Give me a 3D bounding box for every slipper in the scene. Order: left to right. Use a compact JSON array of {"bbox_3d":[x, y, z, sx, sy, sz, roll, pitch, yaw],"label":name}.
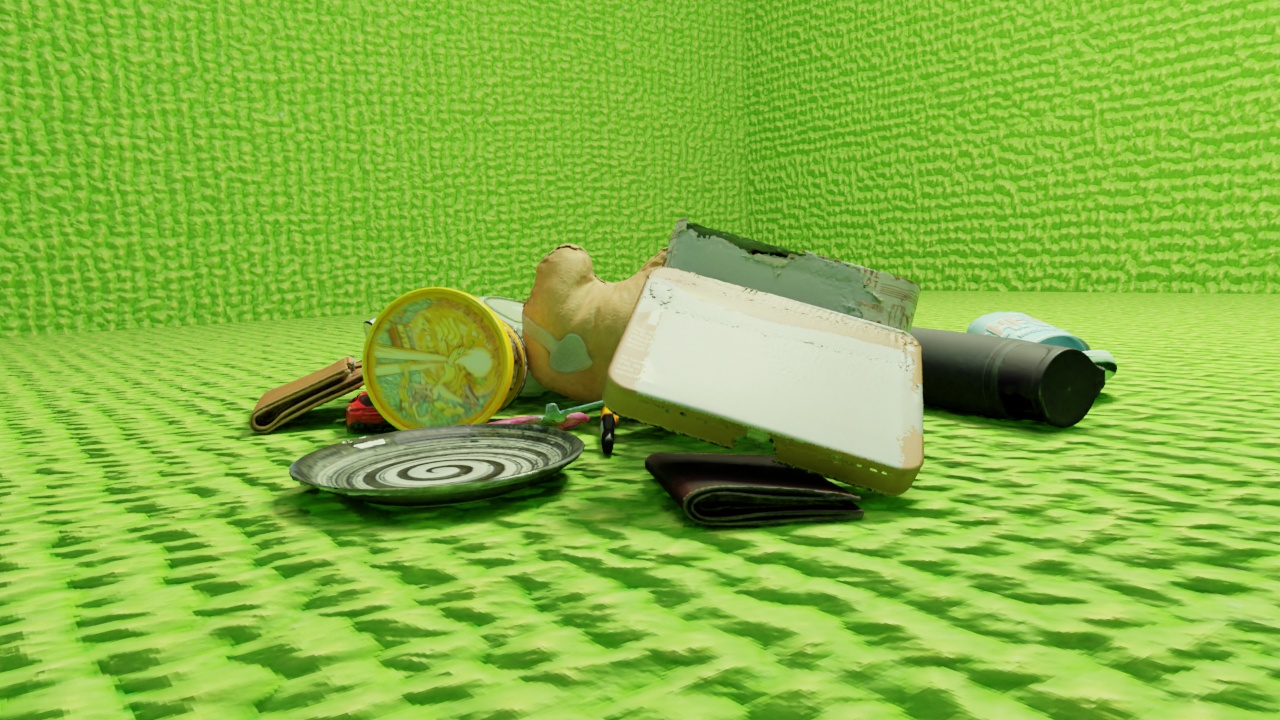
[{"bbox_3d":[0.350,-0.011,0.891,0.104,0.074,0.246,-4,5,-22],"label":"slipper"}]

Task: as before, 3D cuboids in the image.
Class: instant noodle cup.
[{"bbox_3d":[-0.152,0.004,0.762,0.118,0.118,0.114,-1,-2,8],"label":"instant noodle cup"}]

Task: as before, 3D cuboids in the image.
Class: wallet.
[{"bbox_3d":[-0.294,0.023,0.838,0.119,0.035,0.131,-23,11,-14],"label":"wallet"},{"bbox_3d":[0.059,0.068,0.520,0.096,0.020,0.122,2,5,-9],"label":"wallet"}]

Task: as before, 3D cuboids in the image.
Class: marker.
[{"bbox_3d":[-0.024,0.051,0.695,0.015,0.018,0.124,5,7,-2],"label":"marker"}]

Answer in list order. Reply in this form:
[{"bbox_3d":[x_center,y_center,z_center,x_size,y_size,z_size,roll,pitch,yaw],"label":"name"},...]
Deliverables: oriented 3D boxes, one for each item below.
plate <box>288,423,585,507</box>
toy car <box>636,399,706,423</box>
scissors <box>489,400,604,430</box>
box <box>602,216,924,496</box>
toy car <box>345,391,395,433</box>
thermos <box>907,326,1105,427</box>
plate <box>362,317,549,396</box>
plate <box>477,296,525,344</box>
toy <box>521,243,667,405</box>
[{"bbox_3d":[-0.122,0.067,0.572,0.179,0.024,0.179,-3,8,0],"label":"plate"},{"bbox_3d":[0.035,0.037,0.728,0.120,0.037,0.054,6,5,-40],"label":"toy car"},{"bbox_3d":[-0.063,0.043,0.688,0.134,0.017,0.131,-16,-12,25],"label":"scissors"},{"bbox_3d":[0.087,-0.011,0.602,0.179,0.133,0.271,17,12,5],"label":"box"},{"bbox_3d":[-0.229,0.041,0.797,0.049,0.031,0.106,-2,4,-12],"label":"toy car"},{"bbox_3d":[0.274,0.008,0.783,0.089,0.068,0.243,-6,9,-25],"label":"thermos"},{"bbox_3d":[-0.179,-0.002,0.930,0.205,0.045,0.205,11,1,0],"label":"plate"},{"bbox_3d":[-0.068,-0.019,0.935,0.230,0.027,0.230,21,7,-3],"label":"plate"},{"bbox_3d":[0.013,-0.024,0.776,0.226,0.143,0.082,1,19,-8],"label":"toy"}]
